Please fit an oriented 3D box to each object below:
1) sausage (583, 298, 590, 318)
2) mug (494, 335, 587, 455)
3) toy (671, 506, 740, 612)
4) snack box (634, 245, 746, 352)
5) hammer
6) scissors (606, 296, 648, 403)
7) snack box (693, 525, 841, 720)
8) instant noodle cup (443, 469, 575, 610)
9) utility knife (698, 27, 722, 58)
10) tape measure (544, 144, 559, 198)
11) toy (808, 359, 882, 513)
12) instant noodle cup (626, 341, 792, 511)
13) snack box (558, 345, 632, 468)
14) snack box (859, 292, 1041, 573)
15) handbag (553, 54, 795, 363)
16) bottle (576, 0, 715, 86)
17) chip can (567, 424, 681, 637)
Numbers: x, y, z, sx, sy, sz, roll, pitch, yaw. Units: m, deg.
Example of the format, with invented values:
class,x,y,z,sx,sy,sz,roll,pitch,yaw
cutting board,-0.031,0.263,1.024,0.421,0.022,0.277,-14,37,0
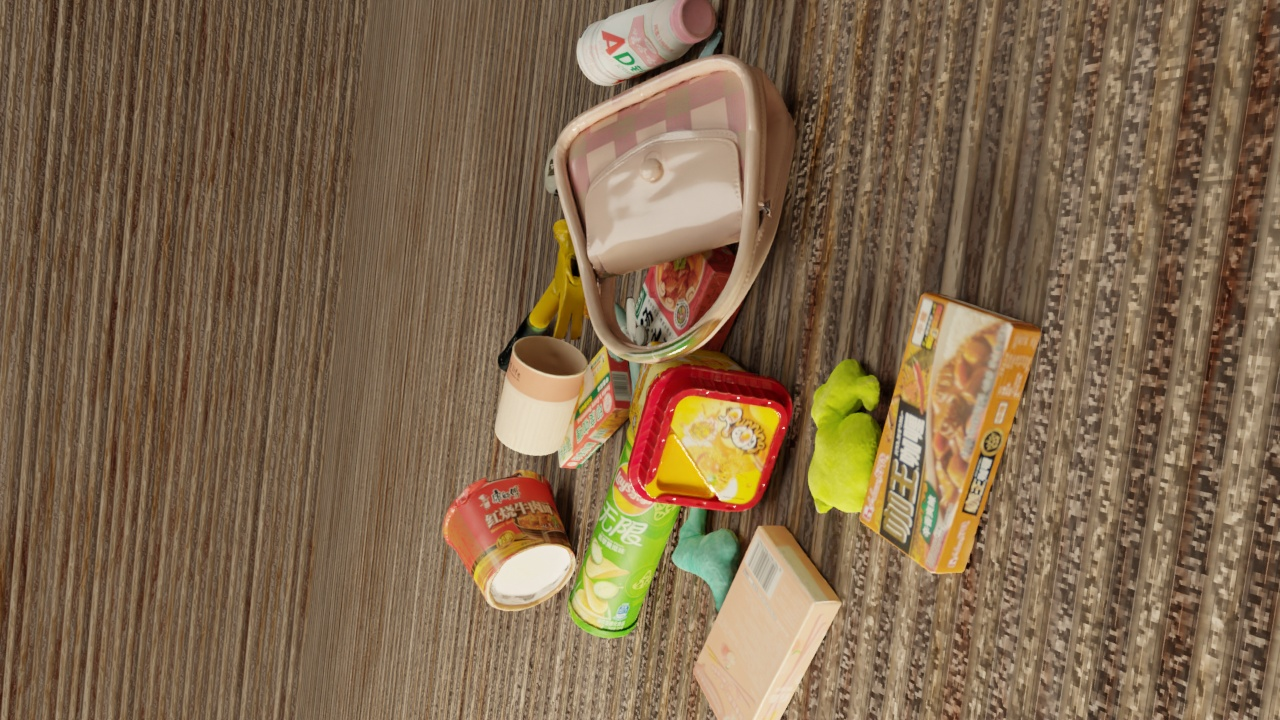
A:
class,x,y,z,sx,sy,sz,roll,pitch,yaw
sausage,-0.070,-0.110,1.073,0.022,0.021,0.165,-56,39,44
mug,-0.108,0.032,1.012,0.114,0.081,0.106,-76,4,-63
toy,0.054,0.157,0.776,0.092,0.030,0.096,-1,79,61
snack box,0.038,-0.062,0.828,0.127,0.044,0.113,61,137,49
hammer,-0.126,-0.049,1.133,0.302,0.032,0.128,137,131,-60
scissors,-0.004,0.008,0.864,0.177,0.019,0.171,155,100,-77
snack box,0.091,0.211,0.696,0.084,0.026,0.157,55,133,51
instant noodle cup,-0.144,0.212,1.053,0.108,0.137,0.138,53,132,42
utility knife,0.022,-0.217,0.842,0.033,0.015,0.216,22,82,53
tape measure,-0.093,-0.233,1.128,0.066,0.033,0.065,4,88,63
toy,0.139,0.054,0.625,0.097,0.031,0.100,121,147,-45
instant noodle cup,0.045,0.045,0.737,0.123,0.116,0.116,-117,39,-65
snack box,-0.053,0.053,1.006,0.156,0.027,0.077,-48,44,50
snack box,0.181,0.042,0.550,0.075,0.026,0.154,36,117,60
handbag,0.023,-0.105,0.719,0.194,0.093,0.233,-13,64,34
bottle,0.004,-0.324,0.920,0.197,0.068,0.068,12,96,61
chip can,-0.008,0.159,0.849,0.072,0.072,0.222,56,134,51
